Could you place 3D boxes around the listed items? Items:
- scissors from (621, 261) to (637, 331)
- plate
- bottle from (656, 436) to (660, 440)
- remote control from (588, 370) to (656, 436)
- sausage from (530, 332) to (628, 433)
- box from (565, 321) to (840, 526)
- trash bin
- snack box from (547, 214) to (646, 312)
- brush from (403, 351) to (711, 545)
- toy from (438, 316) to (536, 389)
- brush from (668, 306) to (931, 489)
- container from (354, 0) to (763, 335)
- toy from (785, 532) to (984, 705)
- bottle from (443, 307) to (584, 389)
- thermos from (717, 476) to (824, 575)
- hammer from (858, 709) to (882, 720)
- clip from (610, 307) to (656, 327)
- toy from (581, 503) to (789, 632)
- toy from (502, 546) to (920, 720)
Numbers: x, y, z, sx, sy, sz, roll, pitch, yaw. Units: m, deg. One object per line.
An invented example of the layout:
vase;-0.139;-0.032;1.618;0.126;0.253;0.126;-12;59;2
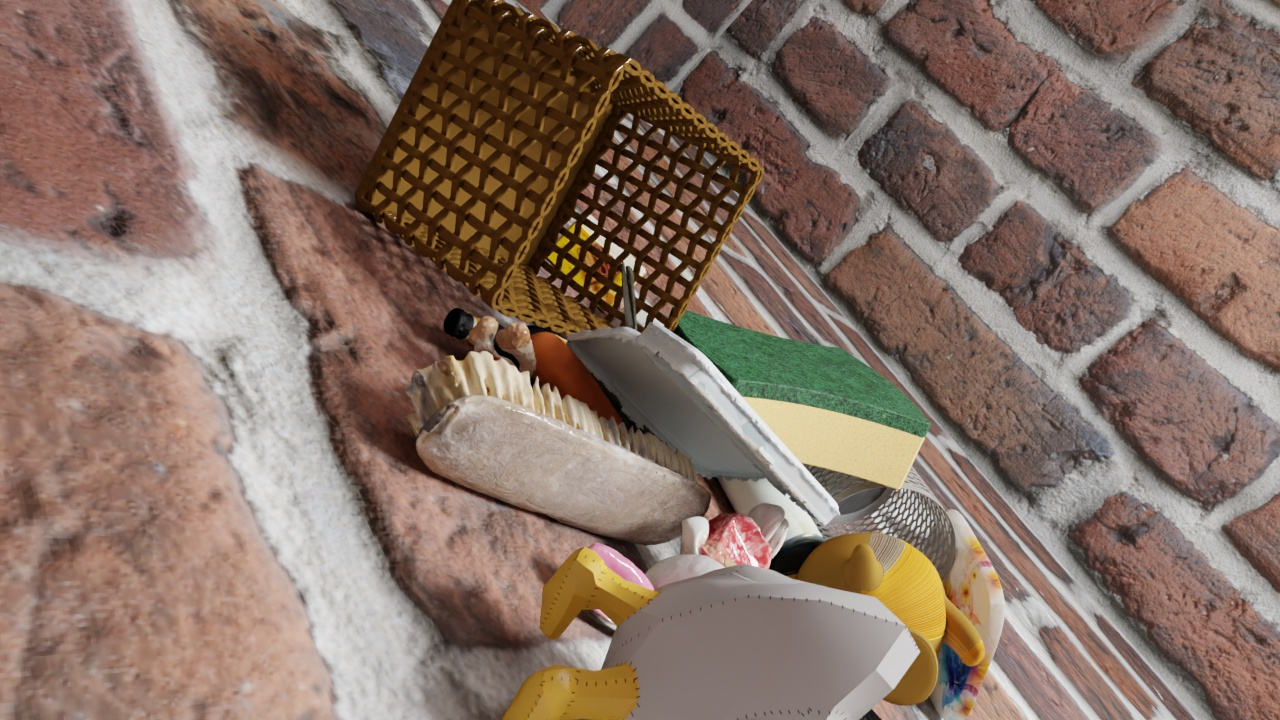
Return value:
scissors;-0.007;0.005;0.841;0.146;0.015;0.188;145;-67;-76
plate;0.326;0.270;0.979;0.016;0.187;0.186;7;25;-4
bottle;0.020;0.055;0.951;0.040;0.040;0.129;46;17;2
remote control;-0.007;0.064;0.812;0.045;0.008;0.147;-43;111;-46
sausage;-0.043;0.046;0.757;0.164;0.045;0.039;58;30;-20
box;0.051;0.046;0.734;0.210;0.061;0.193;46;-13;-27
trash bin;0.246;0.165;1.033;0.156;0.157;0.183;40;16;-16
snack box;-0.054;-0.122;1.150;0.106;0.061;0.083;44;17;-4
brush;-0.051;0.075;0.672;0.271;0.083;0.056;28;25;-41
toy;-0.109;0.028;0.699;0.074;0.085;0.106;12;-39;49
brush;0.145;0.035;0.943;0.250;0.075;0.195;13;19;-21
container;-0.072;-0.164;0.855;0.214;0.220;0.251;35;10;33
toy;0.213;0.231;0.855;0.199;0.162;0.203;8;4;19
bottle;-0.091;0.001;0.789;0.181;0.059;0.059;29;23;-41
thermos;0.116;0.121;0.979;0.068;0.068;0.230;30;23;-40
hammer;0.188;0.298;0.687;0.328;0.039;0.131;48;11;-32
clip;0.018;-0.012;1.081;0.124;0.074;0.143;42;7;-2
toy;0.049;0.170;0.672;0.159;0.084;0.193;52;42;7
toy;0.066;0.198;0.510;0.267;0.247;0.140;24;43;-8
